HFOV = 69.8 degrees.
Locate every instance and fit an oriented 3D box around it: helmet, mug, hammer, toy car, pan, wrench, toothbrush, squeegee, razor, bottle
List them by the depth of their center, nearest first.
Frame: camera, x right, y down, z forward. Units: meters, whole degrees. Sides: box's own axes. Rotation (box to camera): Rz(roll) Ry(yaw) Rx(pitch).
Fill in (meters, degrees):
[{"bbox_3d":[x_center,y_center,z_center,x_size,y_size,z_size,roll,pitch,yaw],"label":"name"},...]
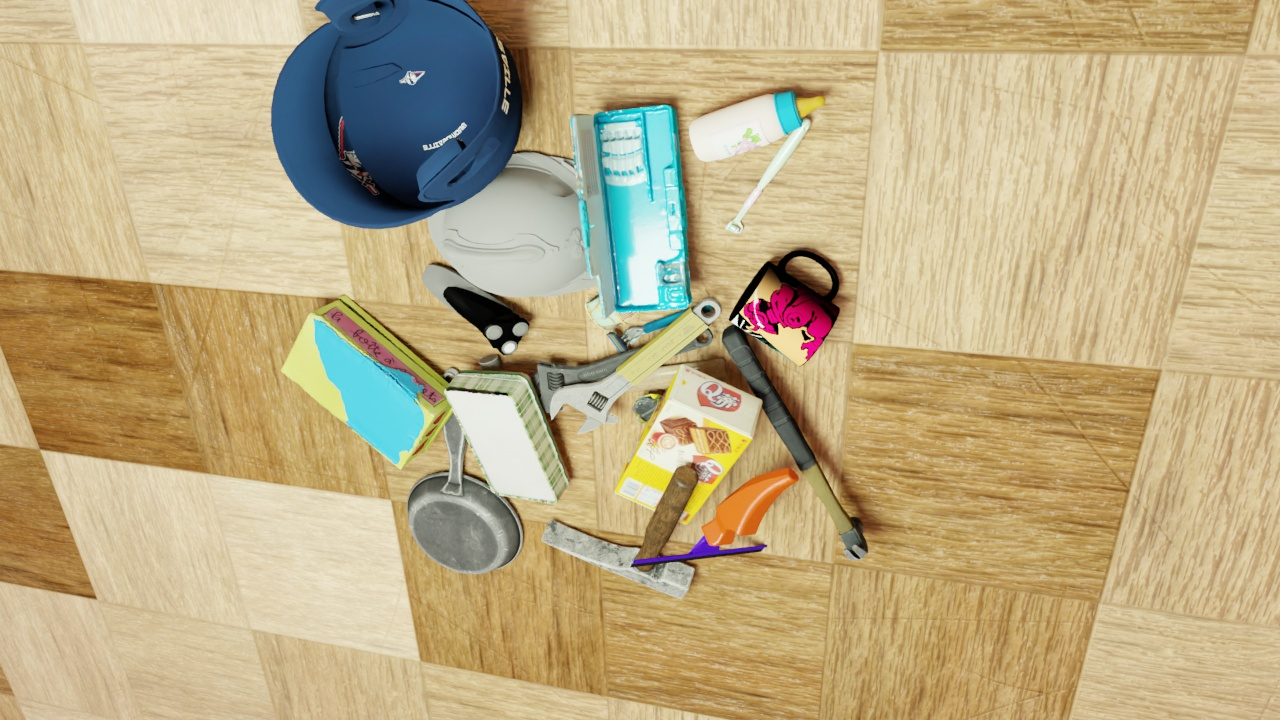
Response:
[{"bbox_3d":[0.126,-0.255,0.980,0.146,0.051,0.051,-14,112,22],"label":"bottle"},{"bbox_3d":[-0.258,-0.263,0.987,0.272,0.223,0.232,-28,92,-3],"label":"helmet"},{"bbox_3d":[0.142,-0.204,1.022,0.022,0.015,0.155,13,128,-31],"label":"toothbrush"},{"bbox_3d":[0.174,-0.069,1.054,0.098,0.082,0.118,33,94,-2],"label":"mug"},{"bbox_3d":[-0.145,-0.141,1.082,0.271,0.117,0.184,3,117,13],"label":"helmet"},{"bbox_3d":[-0.020,-0.070,1.122,0.112,0.047,0.047,-29,107,26],"label":"toy car"},{"bbox_3d":[0.192,0.104,1.124,0.025,0.117,0.333,-29,100,15],"label":"hammer"},{"bbox_3d":[-0.007,0.006,1.134,0.083,0.018,0.274,43,117,-15],"label":"wrench"},{"bbox_3d":[0.126,0.188,1.135,0.185,0.249,0.055,-45,56,34],"label":"squeegee"},{"bbox_3d":[0.028,-0.045,1.136,0.144,0.022,0.042,-21,123,25],"label":"razor"},{"bbox_3d":[-0.036,0.008,1.161,0.274,0.018,0.073,-18,114,20],"label":"wrench"},{"bbox_3d":[-0.217,-0.072,1.180,0.156,0.060,0.057,40,110,17],"label":"razor"},{"bbox_3d":[0.036,0.078,1.186,0.107,0.030,0.049,39,134,-21],"label":"toy car"},{"bbox_3d":[-0.048,0.030,1.202,0.332,0.030,0.119,-9,114,17],"label":"hammer"},{"bbox_3d":[-0.009,0.206,1.202,0.218,0.037,0.301,21,143,2],"label":"hammer"},{"bbox_3d":[-0.265,0.175,1.330,0.187,0.055,0.358,9,123,13],"label":"pan"}]

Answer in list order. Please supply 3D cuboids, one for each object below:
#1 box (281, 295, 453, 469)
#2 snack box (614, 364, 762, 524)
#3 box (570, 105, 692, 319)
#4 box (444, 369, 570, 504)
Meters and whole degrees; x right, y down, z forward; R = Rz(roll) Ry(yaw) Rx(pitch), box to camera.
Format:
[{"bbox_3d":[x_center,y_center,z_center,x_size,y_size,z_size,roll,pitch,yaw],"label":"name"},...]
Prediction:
[{"bbox_3d":[-0.364,0.031,1.249,0.221,0.080,0.125,37,120,2],"label":"box"},{"bbox_3d":[0.056,0.111,1.141,0.110,0.061,0.231,24,140,-2],"label":"snack box"},{"bbox_3d":[-0.009,-0.159,1.004,0.098,0.121,0.227,-2,103,16],"label":"box"},{"bbox_3d":[-0.175,0.102,1.227,0.118,0.049,0.206,4,130,29],"label":"box"}]
